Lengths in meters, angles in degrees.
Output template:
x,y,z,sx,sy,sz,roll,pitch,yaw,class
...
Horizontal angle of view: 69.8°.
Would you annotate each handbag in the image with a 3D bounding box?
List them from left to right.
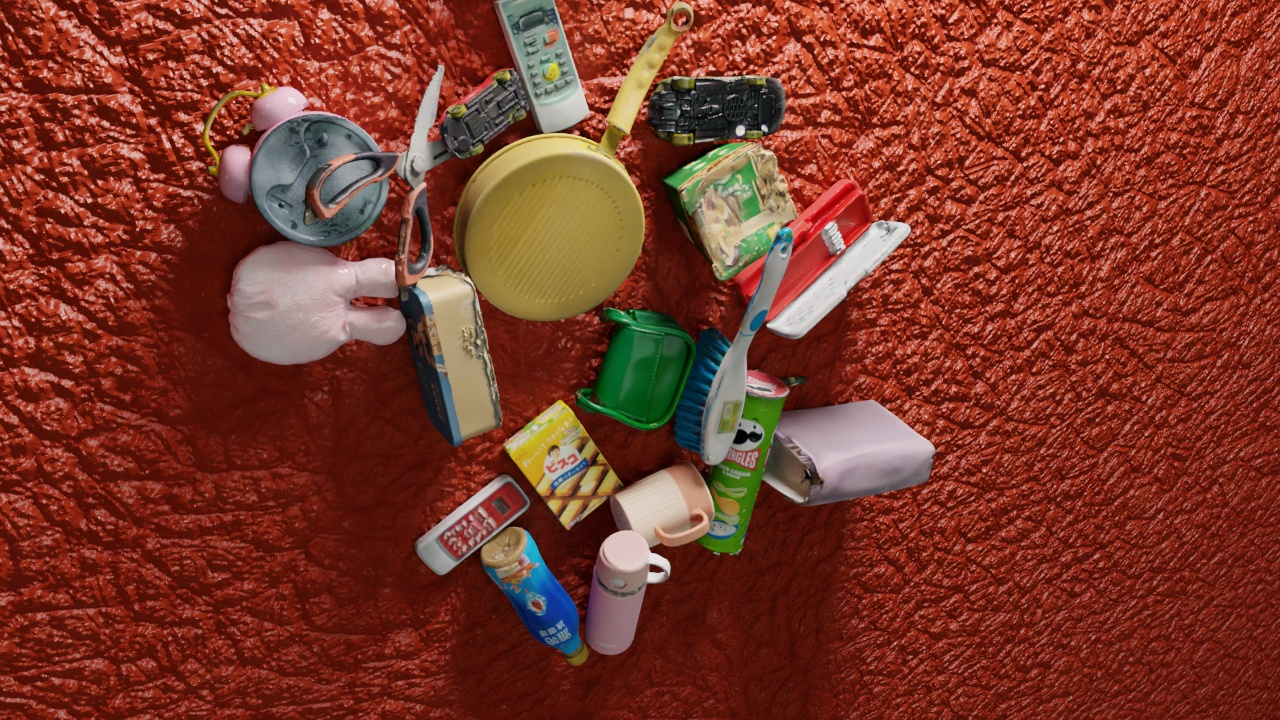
x,y,z,sx,sy,sz,roll,pitch,yaw,class
-0.006,0.006,1.054,0.120,0.068,0.131,15,104,-25,handbag
0.259,0.125,1.196,0.196,0.145,0.098,-6,111,-26,handbag

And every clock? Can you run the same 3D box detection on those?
x,y,z,sx,sy,sz,roll,pitch,yaw,class
-0.304,-0.174,0.813,0.158,0.060,0.117,30,95,-36,clock

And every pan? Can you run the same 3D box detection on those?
x,y,z,sx,sy,sz,roll,pitch,yaw,class
-0.048,-0.200,0.931,0.197,0.078,0.358,27,108,-37,pan

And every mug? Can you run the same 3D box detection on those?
x,y,z,sx,sy,sz,roll,pitch,yaw,class
0.032,0.186,1.118,0.105,0.114,0.082,-21,122,-17,mug

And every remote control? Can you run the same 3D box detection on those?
x,y,z,sx,sy,sz,roll,pitch,yaw,class
-0.192,0.189,1.054,0.136,0.020,0.056,-38,124,-10,remote control
-0.095,-0.293,0.899,0.056,0.019,0.135,-28,121,-16,remote control

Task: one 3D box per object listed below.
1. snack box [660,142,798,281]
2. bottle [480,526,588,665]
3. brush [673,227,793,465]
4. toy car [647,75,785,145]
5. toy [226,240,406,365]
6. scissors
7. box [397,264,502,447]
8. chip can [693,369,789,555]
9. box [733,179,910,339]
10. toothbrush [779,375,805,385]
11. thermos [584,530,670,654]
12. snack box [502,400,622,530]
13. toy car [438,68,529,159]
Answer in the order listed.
x,y,z,sx,sy,sz,roll,pitch,yaw,class
0.086,-0.172,0.998,0.117,0.105,0.118,-33,122,-10,snack box
-0.118,0.294,1.112,0.065,0.065,0.219,-34,123,-12,bottle
0.105,-0.016,1.041,0.060,0.109,0.315,-3,117,-26,brush
0.084,-0.271,0.990,0.158,0.042,0.070,-6,113,-19,toy car
-0.303,-0.052,0.864,0.159,0.054,0.121,0,114,-18,toy
-0.216,-0.166,0.827,0.188,0.015,0.222,11,90,-59,scissors
-0.192,0.000,0.931,0.061,0.090,0.184,-18,115,-26,box
0.123,0.131,1.159,0.072,0.072,0.236,-1,117,-28,chip can
0.221,-0.117,1.097,0.201,0.102,0.095,-43,125,-6,box
0.134,0.035,1.166,0.185,0.017,0.012,-6,116,-25,toothbrush
-0.018,0.284,1.112,0.087,0.067,0.199,13,135,1,thermos
-0.089,0.124,1.075,0.087,0.034,0.140,-38,122,-10,snack box
-0.151,-0.235,0.873,0.106,0.031,0.049,-49,135,-27,toy car
